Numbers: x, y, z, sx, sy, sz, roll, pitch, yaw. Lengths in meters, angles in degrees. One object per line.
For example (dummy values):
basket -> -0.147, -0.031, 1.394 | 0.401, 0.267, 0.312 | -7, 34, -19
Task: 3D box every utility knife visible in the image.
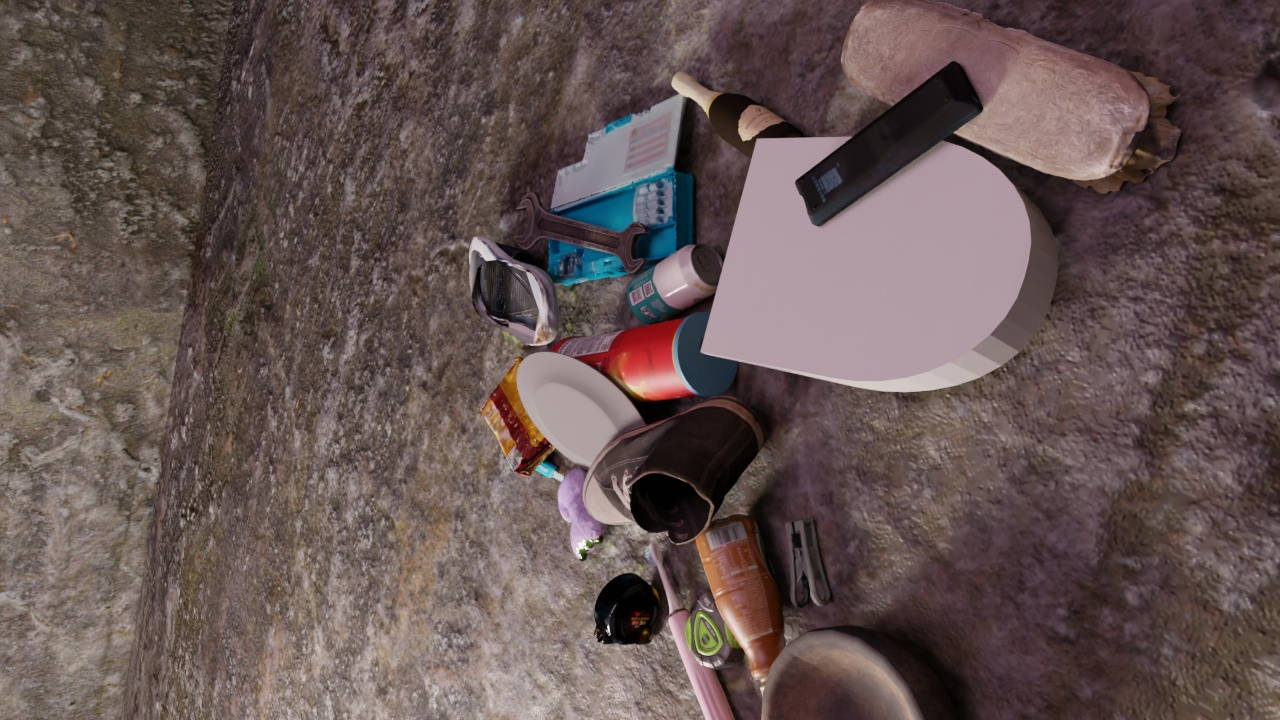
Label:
utility knife -> -0.125, 0.126, 1.133 | 0.141, 0.015, 0.022 | 20, 105, 47

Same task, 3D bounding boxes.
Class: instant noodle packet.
instant noodle packet -> -0.142, 0.070, 1.132 | 0.099, 0.039, 0.135 | -54, 48, 18

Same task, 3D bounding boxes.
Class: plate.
plate -> -0.064, 0.065, 0.975 | 0.178, 0.012, 0.179 | 25, 141, 22

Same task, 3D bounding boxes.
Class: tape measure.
tape measure -> -0.013, 0.257, 0.943 | 0.042, 0.071, 0.072 | 30, 104, 51
tape measure -> 0.074, 0.258, 0.864 | 0.059, 0.035, 0.065 | -55, 44, 19

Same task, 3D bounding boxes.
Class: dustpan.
dustpan -> 0.184, -0.074, 0.718 | 0.258, 0.053, 0.191 | 12, 87, 44

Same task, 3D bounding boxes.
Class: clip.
clip -> 0.144, 0.176, 0.797 | 0.037, 0.023, 0.075 | -23, 67, 49

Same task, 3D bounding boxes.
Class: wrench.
wrench -> -0.073, -0.145, 1.042 | 0.274, 0.010, 0.070 | 23, 101, 50

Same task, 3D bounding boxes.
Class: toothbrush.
toothbrush -> 0.049, 0.278, 0.899 | 0.027, 0.027, 0.222 | -48, 52, 34

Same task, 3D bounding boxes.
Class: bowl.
bowl -> 0.176, 0.286, 0.709 | 0.163, 0.070, 0.162 | -7, 81, 50

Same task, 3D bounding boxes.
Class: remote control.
remote control -> 0.178, -0.160, 0.685 | 0.151, 0.022, 0.047 | -36, 60, 36

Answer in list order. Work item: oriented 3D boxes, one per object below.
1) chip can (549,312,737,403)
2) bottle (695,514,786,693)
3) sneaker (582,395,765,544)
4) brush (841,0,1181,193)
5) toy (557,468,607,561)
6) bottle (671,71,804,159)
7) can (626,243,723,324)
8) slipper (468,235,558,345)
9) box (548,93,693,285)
chip can -> -0.006, 0.006, 0.944 | 0.214, 0.087, 0.087 | -9, 79, 49
bottle -> 0.100, 0.222, 0.816 | 0.059, 0.059, 0.167 | -40, 58, 41
sneaker -> 0.007, 0.125, 0.876 | 0.235, 0.119, 0.095 | -25, 105, 41
brush -> 0.255, -0.203, 0.671 | 0.271, 0.056, 0.083 | 44, 123, 44
toy -> -0.068, 0.176, 1.044 | 0.080, 0.036, 0.099 | -57, 43, 44
bottle -> 0.086, -0.239, 0.887 | 0.184, 0.045, 0.045 | 48, 122, 41
can -> 0.035, -0.077, 0.926 | 0.102, 0.054, 0.055 | -28, 66, 46
slipper -> -0.151, -0.088, 1.140 | 0.264, 0.063, 0.111 | 30, 122, 58
box -> -0.028, -0.187, 1.026 | 0.227, 0.039, 0.181 | -6, 81, 50
